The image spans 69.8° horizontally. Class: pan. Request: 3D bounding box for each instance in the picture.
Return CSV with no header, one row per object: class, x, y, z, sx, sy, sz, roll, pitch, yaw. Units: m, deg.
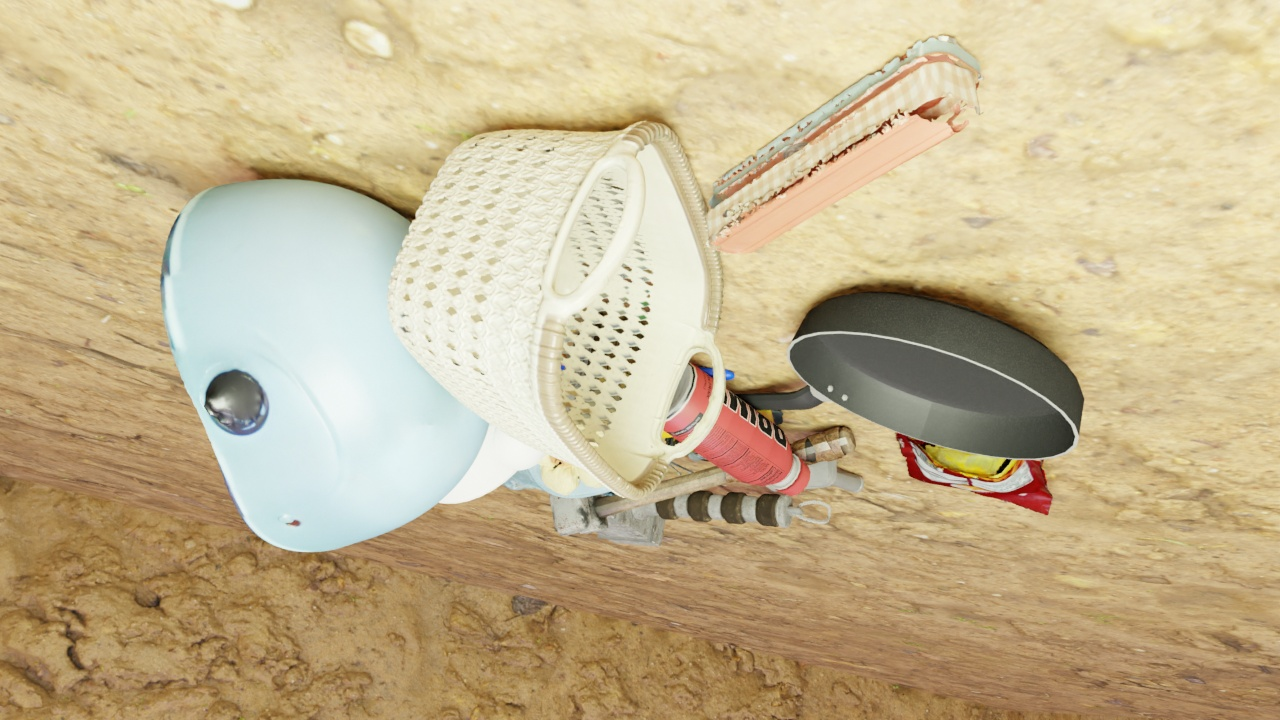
pan,0.173,0.017,0.722,0.204,0.044,0.356,30,165,-22

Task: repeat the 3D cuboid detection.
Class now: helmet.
helmet,-0.197,-0.009,0.637,0.167,0.225,0.266,-18,111,13

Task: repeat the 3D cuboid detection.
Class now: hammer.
hammer,0.062,0.123,0.941,0.319,0.049,0.121,-18,163,19
hammer,0.067,0.178,1.128,0.327,0.079,0.177,-1,155,28

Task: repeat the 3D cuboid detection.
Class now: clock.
clock,-0.146,0.063,0.789,0.161,0.125,0.073,-17,129,16

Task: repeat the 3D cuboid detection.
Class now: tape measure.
tape measure,0.064,0.088,0.968,0.061,0.034,0.061,21,159,-13

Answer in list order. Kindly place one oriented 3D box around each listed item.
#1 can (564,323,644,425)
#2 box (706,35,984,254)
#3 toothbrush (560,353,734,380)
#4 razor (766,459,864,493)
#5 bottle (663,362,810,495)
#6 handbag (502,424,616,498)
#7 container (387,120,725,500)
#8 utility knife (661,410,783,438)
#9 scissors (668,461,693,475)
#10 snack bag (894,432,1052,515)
can,-0.019,0.015,0.762,0.074,0.089,0.090,18,157,-15
box,0.098,-0.101,0.485,0.059,0.056,0.187,50,146,-8
toothbrush,-0.005,0.005,0.836,0.183,0.018,0.016,4,158,11
razor,0.201,0.124,0.991,0.116,0.047,0.088,20,158,-39
bottle,0.086,0.070,0.827,0.176,0.062,0.062,35,149,-29
handbag,-0.092,0.076,0.897,0.192,0.122,0.118,-3,-161,37
container,-0.037,-0.029,0.563,0.143,0.184,0.246,14,160,21
utility knife,0.067,0.062,0.908,0.151,0.017,0.030,-10,140,14
scissors,0.010,0.096,1.002,0.142,0.014,0.175,21,165,21
snack bag,0.311,0.104,0.859,0.139,0.066,0.208,6,160,26
